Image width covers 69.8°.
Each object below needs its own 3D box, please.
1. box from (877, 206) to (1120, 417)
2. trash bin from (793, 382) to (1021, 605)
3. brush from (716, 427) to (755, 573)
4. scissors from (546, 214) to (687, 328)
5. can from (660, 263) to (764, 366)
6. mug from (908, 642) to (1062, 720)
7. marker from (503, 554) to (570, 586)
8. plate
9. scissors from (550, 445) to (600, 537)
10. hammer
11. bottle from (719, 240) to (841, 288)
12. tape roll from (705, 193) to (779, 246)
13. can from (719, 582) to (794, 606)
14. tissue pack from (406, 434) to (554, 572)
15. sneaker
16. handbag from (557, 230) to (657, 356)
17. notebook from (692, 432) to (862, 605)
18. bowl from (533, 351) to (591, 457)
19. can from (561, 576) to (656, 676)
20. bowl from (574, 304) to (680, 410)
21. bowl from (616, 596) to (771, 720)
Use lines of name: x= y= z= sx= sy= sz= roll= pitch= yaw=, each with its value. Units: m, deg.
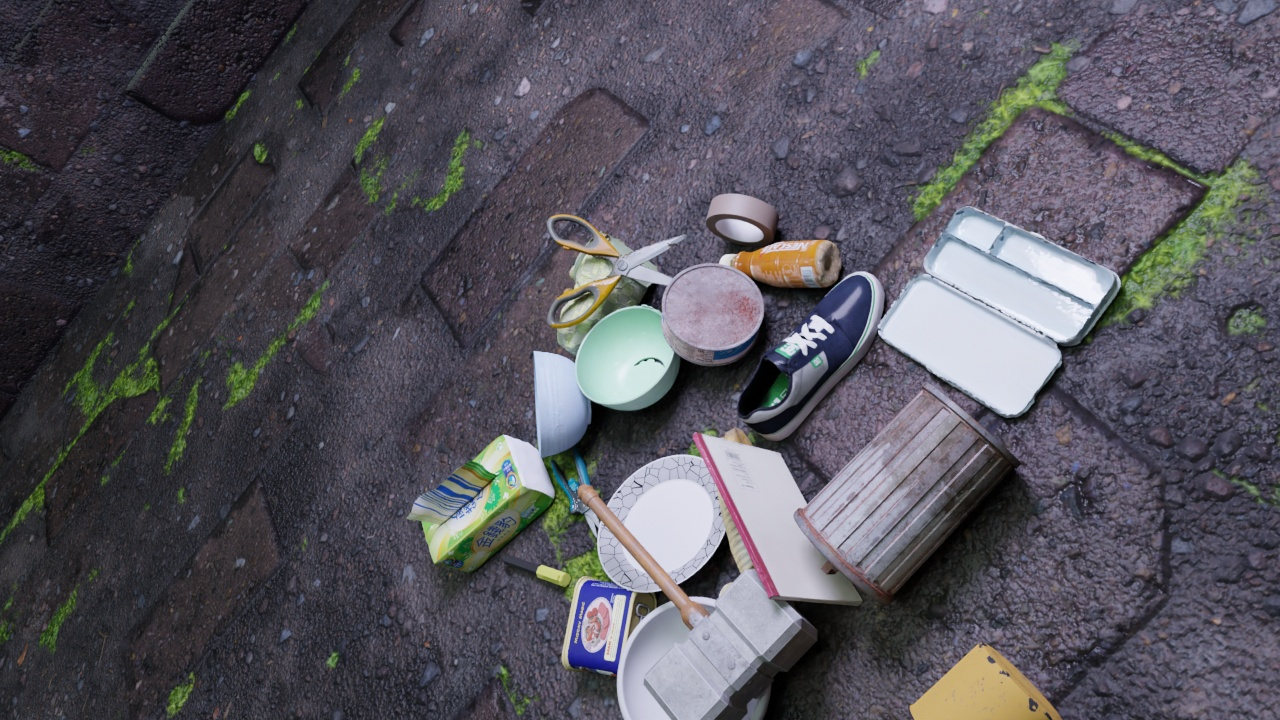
box: x=0.383 y=-0.057 z=1.006 sx=0.209 sy=0.037 sz=0.189 roll=39 pitch=103 yaw=44
trash bin: x=0.263 y=0.140 z=0.935 sx=0.211 sy=0.130 sz=0.131 roll=-48 pitch=47 yaw=8
brush: x=0.124 y=0.167 z=1.083 sx=0.043 sy=0.059 sz=0.195 roll=-35 pitch=48 yaw=32
scissors: x=-0.047 y=-0.137 z=1.261 sx=0.225 sy=0.016 sz=0.216 roll=-29 pitch=75 yaw=5
can: x=0.092 y=-0.060 z=1.183 sx=0.130 sy=0.044 sz=0.129 roll=0 pitch=62 yaw=0
mug: x=0.321 y=0.328 z=0.825 sx=0.123 sy=0.100 sz=0.094 roll=43 pitch=98 yaw=2
marker: x=-0.147 y=0.289 z=1.268 sx=0.124 sy=0.021 sz=0.017 roll=6 pitch=72 yaw=42
plate: x=0.030 y=0.204 z=1.148 sx=0.189 sy=0.016 sz=0.188 roll=-22 pitch=44 yaw=22
scissors: x=-0.089 y=0.181 z=1.275 sx=0.144 sy=0.019 sz=0.126 roll=8 pitch=69 yaw=35
hammer: x=0.023 y=0.240 z=1.010 sx=0.162 sy=0.083 sz=0.317 roll=-46 pitch=54 yaw=-2
bottle: x=0.175 y=-0.123 z=1.185 sx=0.167 sy=0.059 sz=0.059 roll=4 pitch=71 yaw=44
tape roll: x=0.136 y=-0.186 z=1.223 sx=0.094 sy=0.093 sz=0.030 roll=5 pitch=72 yaw=40
can: x=0.130 y=0.276 z=1.036 sx=0.080 sy=0.038 sz=0.038 roll=2 pitch=70 yaw=40
tissue pack: x=-0.241 y=0.198 z=1.307 sx=0.198 sy=0.141 sz=0.120 roll=-46 pitch=48 yaw=11
sneaker: x=0.201 y=-0.013 z=1.095 sx=0.235 sy=0.079 sz=0.084 roll=-54 pitch=46 yaw=4
handbag: x=-0.065 y=-0.094 z=1.332 sx=0.117 sy=0.113 sz=0.186 roll=22 pitch=84 yaw=51
notebook: x=0.147 y=0.171 z=0.999 sx=0.012 sy=0.153 sz=0.208 roll=-48 pitch=46 yaw=27
bowl: x=-0.109 y=0.060 z=1.290 sx=0.074 sy=0.151 sz=0.150 roll=-3 pitch=59 yaw=-8
can: x=-0.037 y=0.331 z=1.134 sx=0.092 sy=0.056 sz=0.116 roll=-4 pitch=66 yaw=37
bowl: x=-0.007 y=0.007 z=1.248 sx=0.151 sy=0.077 sz=0.150 roll=-14 pitch=57 yaw=23
bowl: x=0.066 y=0.358 z=1.021 sx=0.177 sy=0.066 sz=0.176 roll=-12 pitch=60 yaw=21
